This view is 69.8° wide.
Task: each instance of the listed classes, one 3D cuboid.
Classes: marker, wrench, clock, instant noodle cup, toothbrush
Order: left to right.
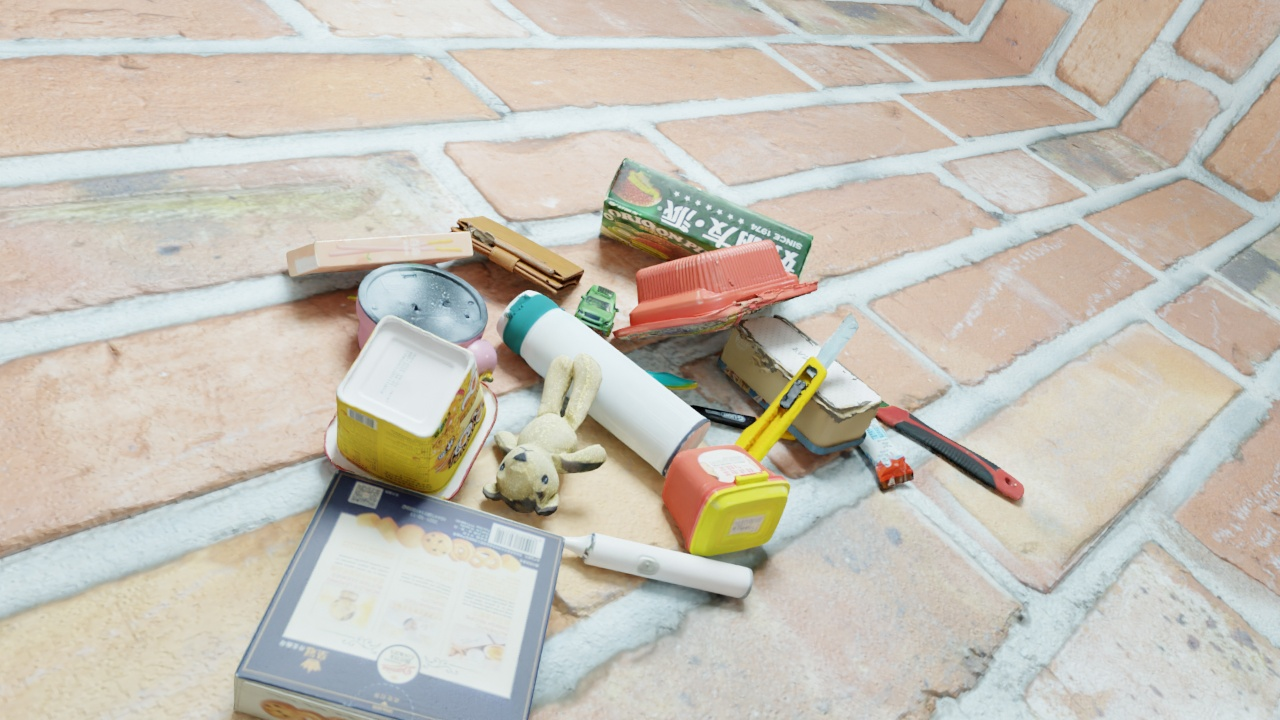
[{"bbox_3d":[-0.175,0.034,0.700,0.116,0.124,0.116,25,64,1],"label":"instant noodle cup"},{"bbox_3d":[-0.195,-0.019,0.834,0.117,0.060,0.158,-6,45,-35],"label":"clock"},{"bbox_3d":[-0.015,0.158,0.744,0.221,0.026,0.026,16,-1,-12],"label":"toothbrush"},{"bbox_3d":[0.077,-0.075,0.969,0.188,0.165,0.079,-16,95,-43],"label":"instant noodle cup"},{"bbox_3d":[0.106,0.062,0.937,0.123,0.015,0.018,13,38,-16],"label":"marker"},{"bbox_3d":[0.305,0.076,1.029,0.273,0.016,0.056,30,39,8],"label":"wrench"}]

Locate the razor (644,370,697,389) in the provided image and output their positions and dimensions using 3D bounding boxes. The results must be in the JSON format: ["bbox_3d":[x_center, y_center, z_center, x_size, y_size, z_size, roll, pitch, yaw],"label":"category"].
[{"bbox_3d":[-0.006,0.005,0.933,0.132,0.028,0.043,22,7,2],"label":"razor"}]

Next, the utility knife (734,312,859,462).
[{"bbox_3d":[0.149,0.032,0.895,0.033,0.015,0.216,31,72,30],"label":"utility knife"}]

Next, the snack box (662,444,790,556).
[{"bbox_3d":[0.071,0.117,0.801,0.091,0.082,0.080,-3,35,-33],"label":"snack box"}]

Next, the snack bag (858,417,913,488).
[{"bbox_3d":[0.248,0.088,0.973,0.048,0.026,0.104,-7,47,-28],"label":"snack bag"}]

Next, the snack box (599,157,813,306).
[{"bbox_3d":[0.073,-0.147,1.080,0.240,0.114,0.063,23,78,0],"label":"snack box"}]

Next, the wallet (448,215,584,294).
[{"bbox_3d":[-0.131,-0.114,0.985,0.132,0.031,0.107,27,13,3],"label":"wallet"}]

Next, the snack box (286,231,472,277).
[{"bbox_3d":[-0.252,-0.104,0.890,0.157,0.026,0.085,-11,6,-38],"label":"snack box"}]

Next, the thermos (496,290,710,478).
[{"bbox_3d":[-0.041,0.017,0.868,0.224,0.073,0.073,38,39,16],"label":"thermos"}]

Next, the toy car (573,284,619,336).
[{"bbox_3d":[-0.045,-0.054,0.965,0.043,0.036,0.091,22,19,-6],"label":"toy car"}]

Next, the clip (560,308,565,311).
[{"bbox_3d":[-0.094,-0.040,0.952,0.056,0.014,0.041,-23,58,-43],"label":"clip"}]

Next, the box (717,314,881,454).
[{"bbox_3d":[0.169,0.025,0.964,0.089,0.061,0.184,-7,42,-37],"label":"box"}]

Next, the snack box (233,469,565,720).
[{"bbox_3d":[-0.154,0.175,0.631,0.178,0.046,0.182,19,37,-7],"label":"snack box"}]

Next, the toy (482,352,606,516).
[{"bbox_3d":[-0.077,0.059,0.782,0.105,0.066,0.156,10,52,14],"label":"toy"}]
